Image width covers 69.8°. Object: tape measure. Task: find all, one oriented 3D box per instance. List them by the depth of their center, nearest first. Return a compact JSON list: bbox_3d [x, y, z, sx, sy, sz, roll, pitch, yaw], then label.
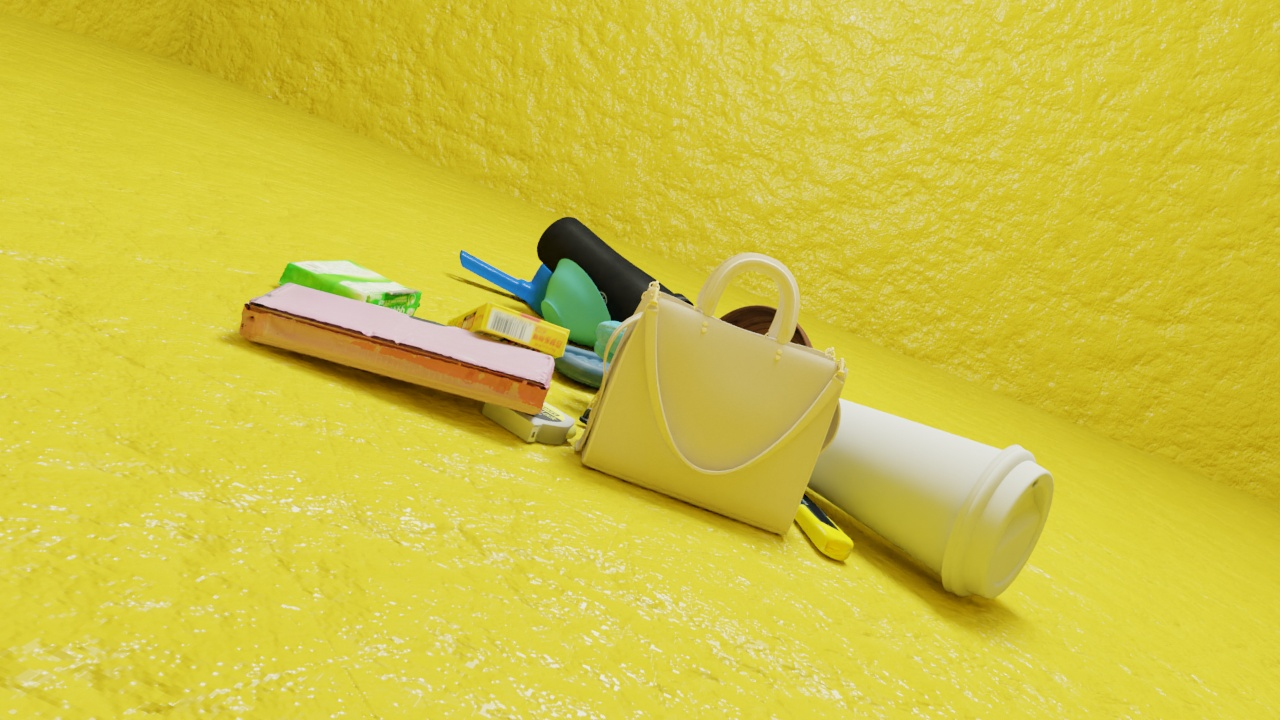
[{"bbox_3d":[-0.088,0.047,0.740,0.064,0.017,0.065,28,12,29],"label":"tape measure"}]

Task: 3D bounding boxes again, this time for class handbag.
[{"bbox_3d":[0.068,0.013,0.725,0.194,0.198,0.101,20,11,-7],"label":"handbag"}]

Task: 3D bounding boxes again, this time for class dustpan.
[{"bbox_3d":[-0.127,-0.101,1.277,0.257,0.059,0.245,28,8,-20],"label":"dustpan"}]

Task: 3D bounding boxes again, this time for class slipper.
[{"bbox_3d":[-0.006,0.006,0.994,0.213,0.059,0.104,13,12,-34],"label":"slipper"}]

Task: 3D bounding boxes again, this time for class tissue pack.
[{"bbox_3d":[-0.276,-0.069,0.891,0.099,0.034,0.113,22,11,14],"label":"tissue pack"}]

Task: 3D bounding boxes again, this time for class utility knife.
[{"bbox_3d":[0.137,0.123,0.806,0.028,0.020,0.197,23,8,-16],"label":"utility knife"}]

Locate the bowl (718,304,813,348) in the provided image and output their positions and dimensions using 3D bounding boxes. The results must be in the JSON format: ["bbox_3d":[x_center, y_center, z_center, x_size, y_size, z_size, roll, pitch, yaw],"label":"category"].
[{"bbox_3d":[0.125,0.023,0.951,0.147,0.147,0.068,31,6,41],"label":"bowl"}]

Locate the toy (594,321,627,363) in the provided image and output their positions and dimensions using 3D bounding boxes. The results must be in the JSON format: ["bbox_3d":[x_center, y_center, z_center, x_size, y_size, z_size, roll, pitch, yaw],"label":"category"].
[{"bbox_3d":[0.033,0.025,0.844,0.181,0.114,0.184,23,-24,7],"label":"toy"}]

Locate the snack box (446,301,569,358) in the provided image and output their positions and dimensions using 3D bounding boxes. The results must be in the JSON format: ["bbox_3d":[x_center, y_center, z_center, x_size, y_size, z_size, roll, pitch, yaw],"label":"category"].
[{"bbox_3d":[-0.125,-0.021,0.825,0.075,0.025,0.152,20,-12,-22],"label":"snack box"}]

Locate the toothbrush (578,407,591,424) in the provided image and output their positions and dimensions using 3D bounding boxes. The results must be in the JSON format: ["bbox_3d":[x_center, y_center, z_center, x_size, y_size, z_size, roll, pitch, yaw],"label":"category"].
[{"bbox_3d":[0.034,0.082,0.812,0.188,0.017,0.014,22,9,-5],"label":"toothbrush"}]

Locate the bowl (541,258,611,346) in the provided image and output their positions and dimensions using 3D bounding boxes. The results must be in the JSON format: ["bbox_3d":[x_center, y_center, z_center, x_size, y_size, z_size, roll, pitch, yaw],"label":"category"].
[{"bbox_3d":[-0.087,-0.059,1.112,0.046,0.121,0.121,-30,37,-22],"label":"bowl"}]

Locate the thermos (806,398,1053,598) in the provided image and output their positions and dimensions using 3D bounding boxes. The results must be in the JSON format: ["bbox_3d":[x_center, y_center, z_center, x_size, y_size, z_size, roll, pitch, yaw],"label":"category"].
[{"bbox_3d":[0.224,0.102,0.797,0.222,0.131,0.131,26,11,39],"label":"thermos"}]

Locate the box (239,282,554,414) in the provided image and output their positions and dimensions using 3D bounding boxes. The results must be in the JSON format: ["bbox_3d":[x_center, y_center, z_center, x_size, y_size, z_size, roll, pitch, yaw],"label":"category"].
[{"bbox_3d":[-0.182,-0.011,0.719,0.233,0.041,0.098,16,8,-3],"label":"box"}]

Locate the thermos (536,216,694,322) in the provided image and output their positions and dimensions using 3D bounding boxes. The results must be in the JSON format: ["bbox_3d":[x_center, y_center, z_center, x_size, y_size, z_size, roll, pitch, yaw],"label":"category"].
[{"bbox_3d":[-0.036,-0.090,1.151,0.218,0.106,0.105,43,19,24],"label":"thermos"}]
